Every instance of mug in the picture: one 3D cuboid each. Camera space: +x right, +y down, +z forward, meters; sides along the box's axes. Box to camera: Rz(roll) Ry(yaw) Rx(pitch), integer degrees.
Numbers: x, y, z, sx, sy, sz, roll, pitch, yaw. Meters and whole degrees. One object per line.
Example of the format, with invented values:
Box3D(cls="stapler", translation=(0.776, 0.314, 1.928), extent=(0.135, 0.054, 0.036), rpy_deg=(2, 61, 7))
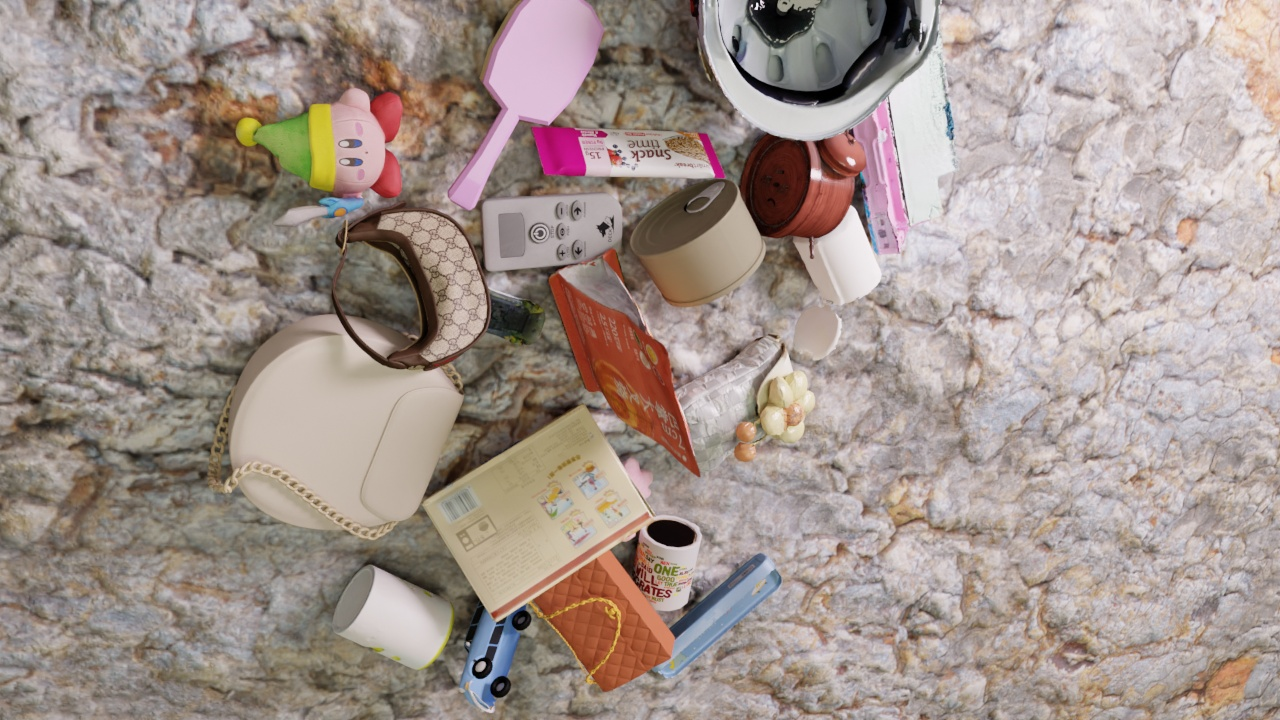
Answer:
Box3D(cls="mug", translation=(0.039, 0.243, 1.135), extent=(0.105, 0.073, 0.090), rpy_deg=(-21, 128, -51))
Box3D(cls="mug", translation=(-0.274, 0.285, 1.019), extent=(0.106, 0.082, 0.082), rpy_deg=(36, 94, -27))

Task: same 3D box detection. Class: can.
Box3D(cls="can", translation=(0.061, -0.124, 0.970), extent=(0.127, 0.128, 0.073), rpy_deg=(-37, 120, -5))

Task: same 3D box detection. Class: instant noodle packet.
Box3D(cls="instant noodle packet", translation=(-0.006, 0.005, 0.932), extent=(0.084, 0.221, 0.164), rpy_deg=(-23, 123, -11))

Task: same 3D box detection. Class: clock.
Box3D(cls="clock", translation=(0.177, -0.201, 0.993), extent=(0.072, 0.120, 0.158), rpy_deg=(5, 116, -32))

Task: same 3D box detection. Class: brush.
Box3D(cls="brush", translation=(-0.124, -0.253, 0.895), extent=(0.089, 0.043, 0.229), rpy_deg=(28, 97, -28))

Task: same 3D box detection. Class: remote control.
Box3D(cls="remote control", translation=(-0.091, -0.136, 0.966), extent=(0.151, 0.019, 0.074), rpy_deg=(-7, 112, -19))

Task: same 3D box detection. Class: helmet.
Box3D(cls="helmet", translation=(0.159, -0.358, 0.899), extent=(0.236, 0.163, 0.264), rpy_deg=(4, 111, -8))

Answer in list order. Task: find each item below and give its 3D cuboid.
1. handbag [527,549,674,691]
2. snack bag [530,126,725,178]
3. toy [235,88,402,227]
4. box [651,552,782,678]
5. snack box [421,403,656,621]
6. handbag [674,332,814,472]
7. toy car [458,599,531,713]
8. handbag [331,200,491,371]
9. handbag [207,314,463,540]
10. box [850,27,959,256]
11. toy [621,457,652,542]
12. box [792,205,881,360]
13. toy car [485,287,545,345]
Box3D(cls="handbag", translation=(-0.055, 0.303, 1.085), extent=(0.109, 0.060, 0.172), rpy_deg=(-34, 97, 16))
Box3D(cls="snack bag", translation=(-0.010, -0.215, 0.946), extent=(0.196, 0.070, 0.016), rpy_deg=(-3, 147, -20))
Box3D(cls="toy", translation=(-0.291, -0.190, 0.845), extent=(0.131, 0.097, 0.124), rpy_deg=(-12, 121, -37))
Box3D(cls="box", translation=(0.093, 0.333, 1.205), extent=(0.209, 0.049, 0.120), rpy_deg=(-39, 153, -4))
Box3D(cls="snack box", translation=(-0.111, 0.164, 1.015), extent=(0.207, 0.055, 0.153), rpy_deg=(-32, 90, -10))
Box3D(cls="handbag", translation=(0.116, 0.062, 1.065), extent=(0.171, 0.123, 0.113), rpy_deg=(-29, 124, -16))
Box3D(cls="toy car", translation=(-0.170, 0.324, 1.051), extent=(0.055, 0.153, 0.056), rpy_deg=(-9, 131, 24))
Box3D(cls="handbag", translation=(-0.224, -0.072, 0.879), extent=(0.138, 0.063, 0.166), rpy_deg=(-17, 86, -30))
Box3D(cls="handbag", translation=(-0.296, 0.067, 0.916), extent=(0.208, 0.103, 0.211), rpy_deg=(18, 104, -30))
Box3D(cls="box", translation=(0.293, -0.254, 1.057), extent=(0.158, 0.066, 0.231), rpy_deg=(-34, 120, -29))
Box3D(cls="toy", translation=(-0.025, 0.161, 1.088), extent=(0.093, 0.050, 0.102), rpy_deg=(-46, 120, 2))
Box3D(cls="box", translation=(0.212, -0.092, 1.064), extent=(0.143, 0.083, 0.137), rpy_deg=(-46, 122, -20))
Box3D(cls="toy car", translation=(-0.154, -0.051, 0.966), extent=(0.105, 0.033, 0.048), rpy_deg=(19, 100, -22))
